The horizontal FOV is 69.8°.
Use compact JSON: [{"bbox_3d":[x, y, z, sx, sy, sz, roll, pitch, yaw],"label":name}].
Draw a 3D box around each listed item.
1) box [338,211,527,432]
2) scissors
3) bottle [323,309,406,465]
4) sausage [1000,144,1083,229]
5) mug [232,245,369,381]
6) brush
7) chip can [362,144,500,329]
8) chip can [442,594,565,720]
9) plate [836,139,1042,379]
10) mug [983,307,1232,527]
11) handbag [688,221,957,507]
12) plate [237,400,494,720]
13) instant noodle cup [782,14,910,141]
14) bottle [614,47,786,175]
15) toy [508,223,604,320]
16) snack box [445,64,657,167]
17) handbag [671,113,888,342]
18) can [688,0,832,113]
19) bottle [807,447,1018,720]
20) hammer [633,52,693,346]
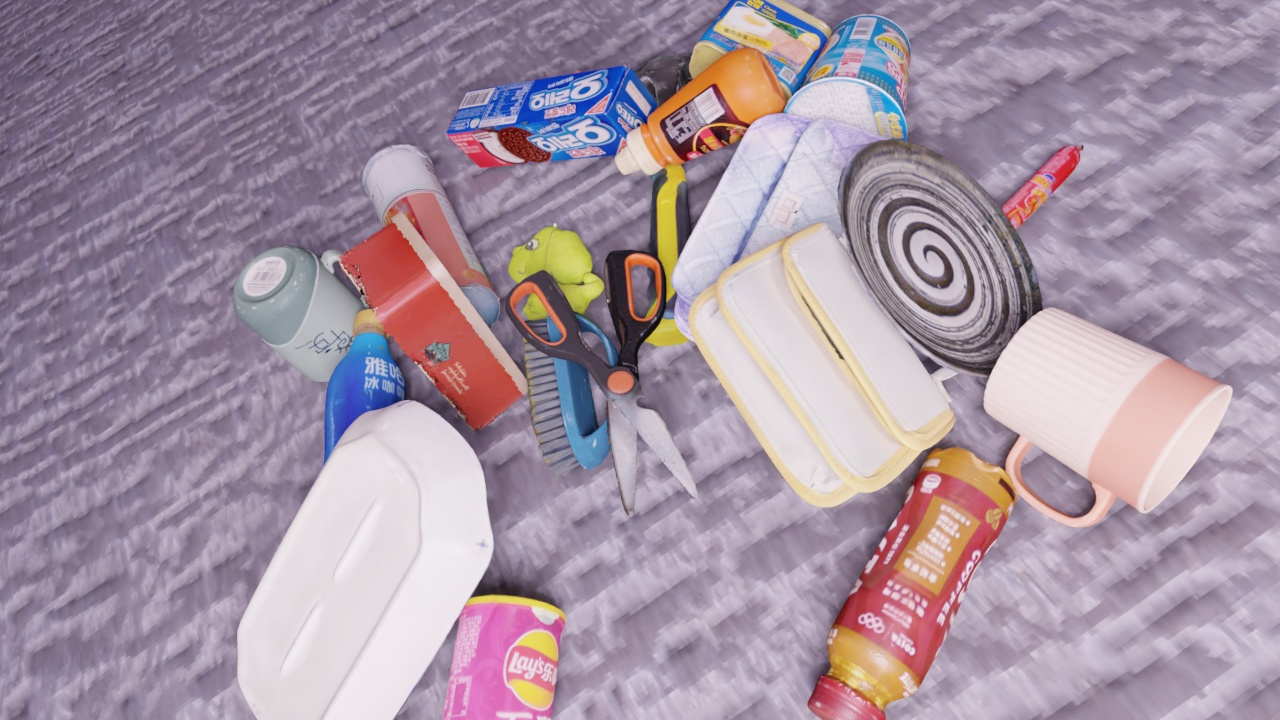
[{"bbox_3d":[-0.160,-0.021,0.699,0.076,0.168,0.091,-37,52,-7],"label":"box"},{"bbox_3d":[-0.029,0.008,0.666,0.198,0.022,0.226,10,57,11],"label":"scissors"},{"bbox_3d":[-0.224,0.051,0.745,0.065,0.065,0.218,-17,53,11],"label":"bottle"},{"bbox_3d":[0.272,-0.107,0.672,0.155,0.020,0.020,-43,53,-8],"label":"sausage"},{"bbox_3d":[-0.286,-0.052,0.812,0.111,0.106,0.082,-42,52,-9],"label":"mug"},{"bbox_3d":[-0.048,0.017,0.699,0.073,0.055,0.143,-21,53,9],"label":"brush"},{"bbox_3d":[-0.192,-0.109,0.833,0.071,0.071,0.214,-32,53,0],"label":"chip can"},{"bbox_3d":[-0.091,0.255,0.552,0.071,0.071,0.210,-7,57,18],"label":"chip can"},{"bbox_3d":[0.197,-0.066,0.609,0.024,0.179,0.179,-41,34,52],"label":"plate"},{"bbox_3d":[0.266,0.039,0.548,0.106,0.081,0.115,38,107,38],"label":"mug"},{"bbox_3d":[0.142,-0.015,0.592,0.178,0.063,0.163,-31,85,-24],"label":"handbag"},{"bbox_3d":[-0.199,0.153,0.617,0.162,0.034,0.266,40,104,30],"label":"plate"},{"bbox_3d":[0.175,-0.221,0.745,0.099,0.099,0.109,5,54,25],"label":"instant noodle cup"},{"bbox_3d":[0.043,-0.195,0.755,0.150,0.066,0.066,-26,51,23],"label":"bottle"},{"bbox_3d":[-0.072,-0.073,0.785,0.097,0.031,0.100,-1,63,22],"label":"toy"},{"bbox_3d":[-0.086,-0.222,0.847,0.208,0.058,0.057,4,64,37],"label":"snack box"},{"bbox_3d":[0.112,-0.089,0.683,0.134,0.076,0.193,21,69,13],"label":"handbag"},{"bbox_3d":[0.104,-0.266,0.800,0.102,0.057,0.083,31,65,6],"label":"can"},{"bbox_3d":[0.157,0.135,0.535,0.057,0.057,0.174,24,70,33],"label":"bottle"},{"bbox_3d":[0.027,-0.153,0.796,0.126,0.032,0.322,-11,55,17],"label":"hammer"}]
